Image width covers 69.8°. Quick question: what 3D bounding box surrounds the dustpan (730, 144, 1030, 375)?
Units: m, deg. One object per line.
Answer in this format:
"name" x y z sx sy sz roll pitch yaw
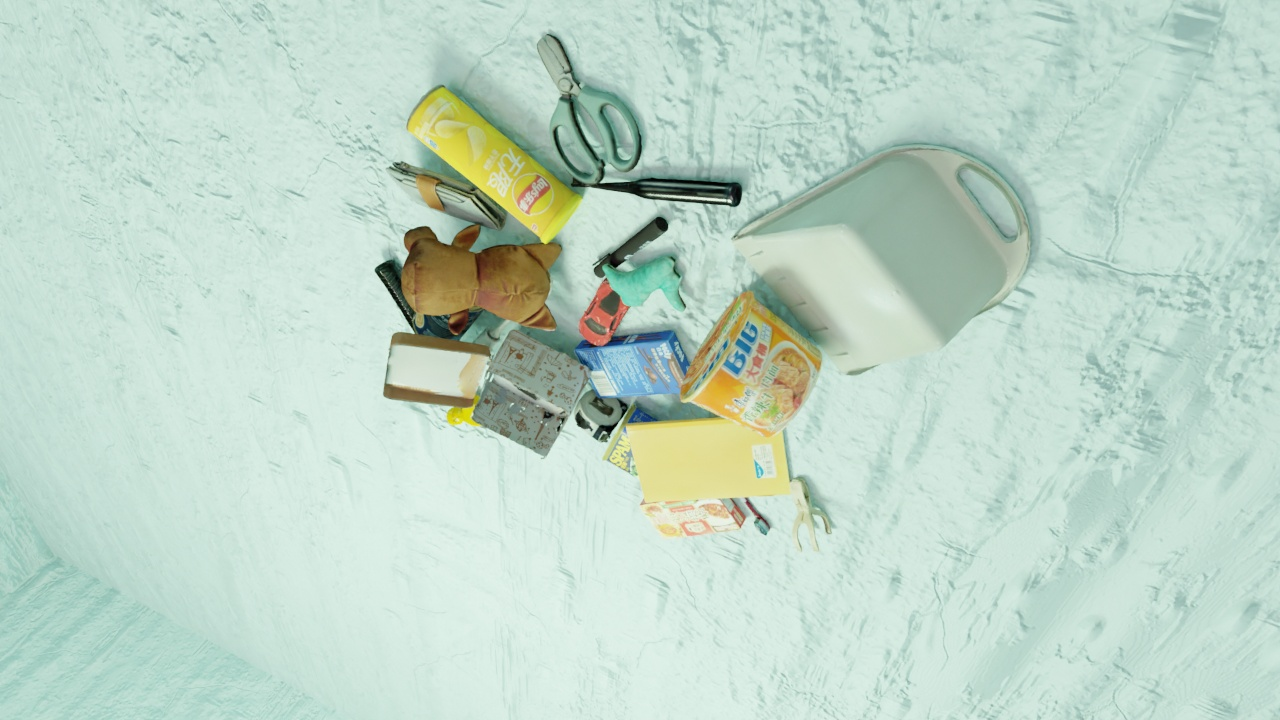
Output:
"dustpan" 0.262 -0.110 0.963 0.222 0.142 0.258 48 165 -13

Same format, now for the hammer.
"hammer" -0.309 -0.019 1.391 0.129 0.032 0.301 -7 123 36

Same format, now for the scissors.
"scissors" -0.050 -0.280 1.003 0.129 0.019 0.185 4 123 23

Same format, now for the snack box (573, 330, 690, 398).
"snack box" -0.007 0.007 1.226 0.157 0.026 0.084 -5 124 36

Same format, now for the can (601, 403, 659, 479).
"can" 0.002 0.122 1.301 0.083 0.057 0.102 30 138 3

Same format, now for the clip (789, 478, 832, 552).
"clip" 0.223 0.218 1.241 0.035 0.096 0.101 -5 135 36

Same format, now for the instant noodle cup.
"instant noodle cup" 0.131 0.011 1.062 0.111 0.151 0.152 32 138 -8

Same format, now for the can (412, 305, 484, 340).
"can" -0.263 -0.074 1.281 0.075 0.075 0.111 42 137 -7

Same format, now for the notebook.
"notebook" 0.093 0.135 1.239 0.206 0.010 0.146 -5 126 13

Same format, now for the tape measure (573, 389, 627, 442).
"tape measure" -0.059 0.075 1.290 0.066 0.065 0.034 33 135 0

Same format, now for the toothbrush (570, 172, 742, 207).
"toothbrush" 0.012 -0.195 1.036 0.213 0.026 0.027 11 98 27

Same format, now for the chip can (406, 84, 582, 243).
"chip can" -0.171 -0.232 1.086 0.213 0.071 0.072 40 138 -3

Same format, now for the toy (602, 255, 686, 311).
"toy" 0.012 -0.092 1.115 0.092 0.030 0.096 -23 113 28

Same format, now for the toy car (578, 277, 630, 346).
"toy car" -0.046 -0.060 1.181 0.049 0.031 0.107 36 130 1

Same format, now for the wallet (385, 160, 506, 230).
"wallet" -0.246 -0.203 1.152 0.130 0.037 0.106 20 173 18

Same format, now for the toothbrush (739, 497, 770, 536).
"toothbrush" 0.129 0.180 1.299 0.016 0.017 0.187 -21 115 42

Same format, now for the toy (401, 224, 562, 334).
"toy" -0.202 -0.103 1.174 0.199 0.130 0.140 3 118 -3

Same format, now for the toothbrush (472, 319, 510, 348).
"toothbrush" -0.227 -0.022 1.313 0.027 0.026 0.222 45 125 -8

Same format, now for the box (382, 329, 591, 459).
"box" -0.219 0.030 1.274 0.261 0.102 0.179 26 149 -4

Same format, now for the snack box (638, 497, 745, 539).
"snack box" 0.076 0.226 1.369 0.153 0.025 0.075 -17 116 41

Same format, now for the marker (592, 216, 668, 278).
"marker" -0.014 -0.136 1.109 0.132 0.020 0.022 -30 94 46
